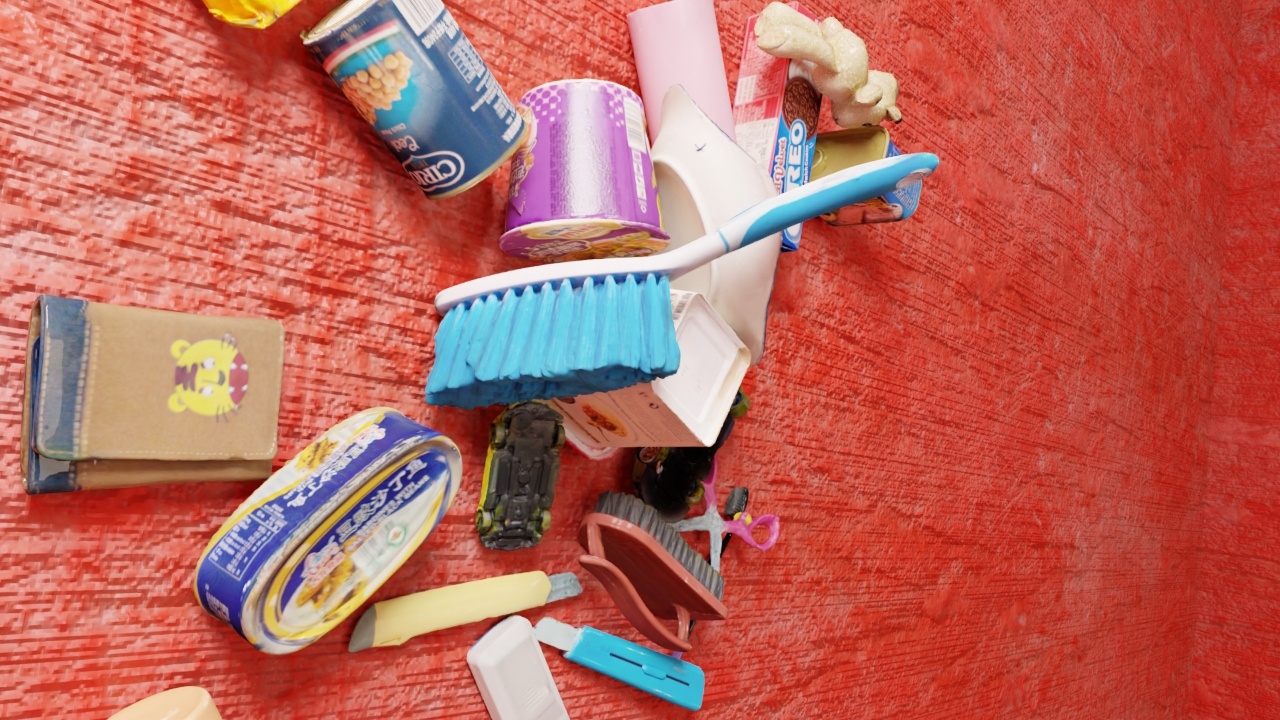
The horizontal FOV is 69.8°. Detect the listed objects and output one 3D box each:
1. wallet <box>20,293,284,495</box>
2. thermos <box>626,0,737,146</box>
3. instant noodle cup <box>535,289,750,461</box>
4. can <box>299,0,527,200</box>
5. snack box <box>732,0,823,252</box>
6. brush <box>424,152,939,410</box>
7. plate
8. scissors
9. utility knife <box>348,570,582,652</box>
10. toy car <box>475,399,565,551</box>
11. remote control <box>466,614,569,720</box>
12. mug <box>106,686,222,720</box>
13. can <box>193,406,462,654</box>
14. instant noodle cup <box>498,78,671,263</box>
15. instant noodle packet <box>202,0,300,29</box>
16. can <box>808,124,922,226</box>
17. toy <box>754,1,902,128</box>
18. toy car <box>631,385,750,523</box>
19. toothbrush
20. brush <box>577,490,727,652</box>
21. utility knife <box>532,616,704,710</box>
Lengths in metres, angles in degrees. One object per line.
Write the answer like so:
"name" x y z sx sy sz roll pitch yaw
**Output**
"wallet" -0.234 0.019 0.449 0.115 0.033 0.090 6 87 -50
"thermos" 0.050 -0.171 0.701 0.067 0.087 0.199 -61 139 -72
"instant noodle cup" -0.004 0.004 0.622 0.116 0.124 0.116 46 60 -37
"can" -0.126 -0.158 0.521 0.111 0.075 0.075 54 56 -33
"snack box" 0.112 -0.194 0.784 0.057 0.058 0.207 18 79 -43
"brush" 0.016 -0.043 0.532 0.060 0.315 0.109 43 41 -65
"plate" 0.037 -0.087 0.630 0.034 0.164 0.164 -18 138 -19
"scissors" 0.065 0.131 0.769 0.133 0.017 0.134 2 82 -33
"utility knife" -0.105 0.159 0.599 0.183 0.019 0.031 2 95 -40
"toy car" -0.080 0.074 0.600 0.048 0.032 0.105 4 107 -27
"remote control" -0.077 0.237 0.629 0.048 0.024 0.125 -35 117 -39
"mug" -0.220 0.228 0.445 0.078 0.078 0.123 -26 106 -43
"can" -0.164 0.089 0.498 0.147 0.049 0.075 -45 139 -33
"instant noodle cup" -0.039 -0.122 0.600 0.111 0.112 0.099 3 80 -47
"instant noodle packet" -0.194 -0.237 0.468 0.128 0.044 0.111 -51 119 -36
"can" 0.195 -0.165 0.841 0.083 0.102 0.057 30 70 -45
"toy" 0.153 -0.237 0.746 0.157 0.066 0.105 19 36 -39
"toy car" 0.037 0.054 0.727 0.070 0.042 0.157 50 56 -35
"toothbrush" 0.053 0.188 0.772 0.016 0.014 0.188 40 64 -31
"brush" 0.004 0.159 0.682 0.146 0.063 0.069 50 44 -34
"utility knife" -0.014 0.227 0.693 0.182 0.018 0.034 33 69 -34
